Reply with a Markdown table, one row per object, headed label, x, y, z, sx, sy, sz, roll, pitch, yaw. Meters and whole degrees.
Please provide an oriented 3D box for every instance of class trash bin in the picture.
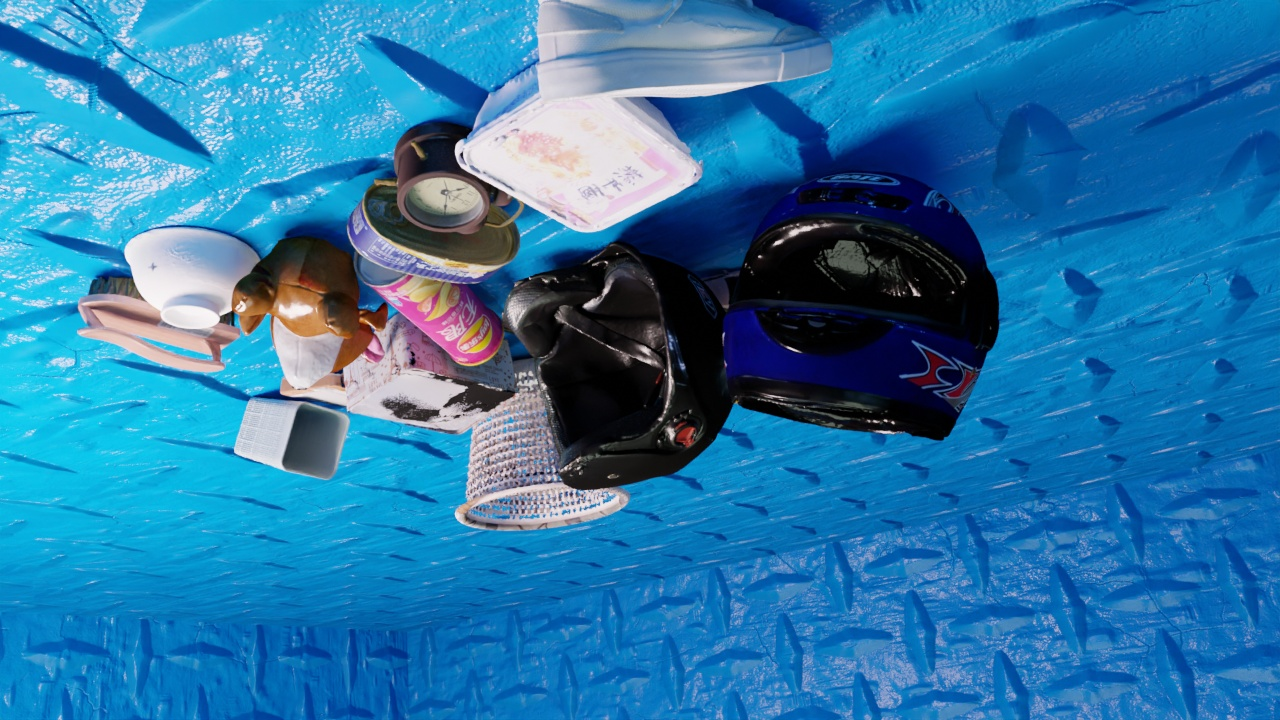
| label | x | y | z | sx | sy | sz | roll | pitch | yaw |
| --- | --- | --- | --- | --- | --- | --- | --- | --- | --- |
| trash bin | -0.137 | 0.110 | 1.226 | 0.227 | 0.192 | 0.228 | -7 | 158 | -3 |

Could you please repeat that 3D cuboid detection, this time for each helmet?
| label | x | y | z | sx | sy | sz | roll | pitch | yaw |
| --- | --- | --- | --- | --- | --- | --- | --- | --- | --- |
| helmet | 0.201 | -0.057 | 0.855 | 0.248 | 0.240 | 0.315 | 5 | 174 | 24 |
| helmet | -0.006 | 0.006 | 0.961 | 0.229 | 0.233 | 0.276 | -1 | 144 | -36 |

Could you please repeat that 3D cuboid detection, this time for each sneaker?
| label | x | y | z | sx | sy | sz | roll | pitch | yaw |
| --- | --- | --- | --- | --- | --- | --- | --- | --- | --- |
| sneaker | 0.033 | -0.229 | 0.627 | 0.241 | 0.091 | 0.090 | -14 | -165 | -34 |

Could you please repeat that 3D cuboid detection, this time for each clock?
| label | x | y | z | sx | sy | sz | roll | pitch | yaw |
| --- | --- | --- | --- | --- | --- | --- | --- | --- | --- |
| clock | -0.153 | -0.146 | 0.767 | 0.121 | 0.055 | 0.082 | 23 | 138 | -39 |

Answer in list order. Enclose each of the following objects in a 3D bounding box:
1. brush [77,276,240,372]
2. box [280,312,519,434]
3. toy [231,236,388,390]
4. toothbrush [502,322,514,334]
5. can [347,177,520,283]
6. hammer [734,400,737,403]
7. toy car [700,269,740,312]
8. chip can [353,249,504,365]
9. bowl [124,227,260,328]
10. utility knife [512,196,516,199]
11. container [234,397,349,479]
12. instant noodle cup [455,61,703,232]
| label | x | y | z | sx | sy | sz | roll | pitch | yaw |
| --- | --- | --- | --- | --- | --- | --- | --- | --- | --- |
| brush | -0.486 | -0.035 | 0.923 | 0.063 | 0.073 | 0.145 | -23 | 152 | 34 |
| box | -0.302 | 0.035 | 1.142 | 0.261 | 0.105 | 0.178 | -28 | 151 | 30 |
| toy | -0.326 | -0.036 | 0.919 | 0.140 | 0.130 | 0.200 | 16 | 163 | -9 |
| toothbrush | -0.121 | -0.025 | 1.142 | 0.016 | 0.018 | 0.181 | -22 | 153 | 38 |
| can | -0.184 | -0.115 | 0.825 | 0.148 | 0.074 | 0.049 | 9 | 156 | -34 |
| hammer | 0.095 | 0.014 | 1.284 | 0.300 | 0.032 | 0.129 | 9 | 152 | -35 |
| toy car | 0.102 | -0.074 | 1.040 | 0.122 | 0.056 | 0.037 | -12 | 165 | 10 |
| chip can | -0.211 | -0.063 | 0.944 | 0.071 | 0.071 | 0.210 | -11 | 157 | 9 |
| bowl | -0.424 | -0.069 | 0.871 | 0.118 | 0.064 | 0.118 | -7 | 159 | -3 |
| utility knife | -0.099 | -0.151 | 0.842 | 0.151 | 0.013 | 0.029 | 9 | 150 | -34 |
| container | -0.462 | 0.099 | 1.205 | 0.112 | 0.090 | 0.090 | 7 | 168 | 31 |
| instant noodle cup | -0.047 | -0.178 | 0.733 | 0.138 | 0.060 | 0.173 | -22 | 155 | 31 |
